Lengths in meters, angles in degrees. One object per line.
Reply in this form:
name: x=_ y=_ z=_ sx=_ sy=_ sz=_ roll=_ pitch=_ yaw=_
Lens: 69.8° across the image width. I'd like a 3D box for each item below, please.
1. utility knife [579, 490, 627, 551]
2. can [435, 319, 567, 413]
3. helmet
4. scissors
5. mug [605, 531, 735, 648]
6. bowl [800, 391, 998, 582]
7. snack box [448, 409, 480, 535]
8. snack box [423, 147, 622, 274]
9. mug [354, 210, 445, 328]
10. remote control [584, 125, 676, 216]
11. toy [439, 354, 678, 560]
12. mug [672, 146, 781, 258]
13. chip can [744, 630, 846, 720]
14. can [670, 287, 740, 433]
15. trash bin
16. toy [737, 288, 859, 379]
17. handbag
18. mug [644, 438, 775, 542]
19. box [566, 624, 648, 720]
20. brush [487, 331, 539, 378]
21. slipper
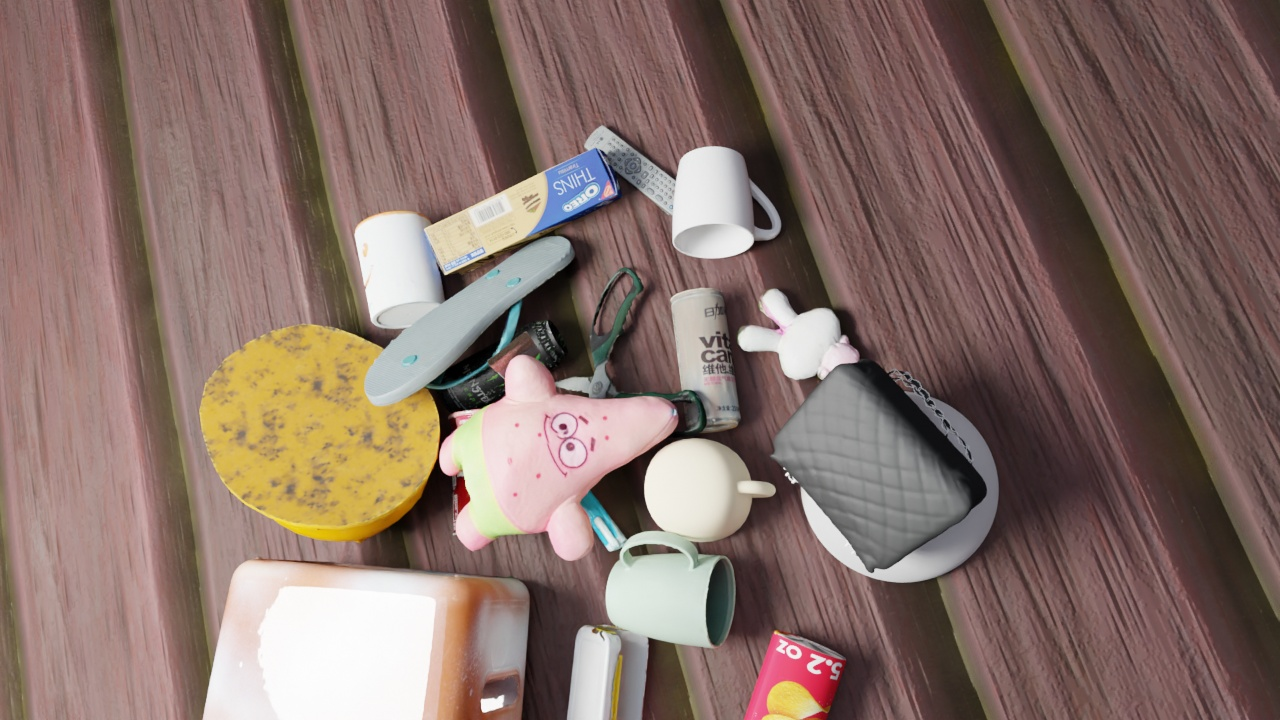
utility knife: x=-0.069 y=0.118 z=0.931 sx=0.022 sy=0.015 sz=0.176 roll=-37 pitch=73 yaw=4
can: x=-0.145 y=0.008 z=0.954 sx=0.138 sy=0.054 sz=0.054 roll=-28 pitch=73 yaw=7
helmet: x=-0.314 y=0.095 z=0.937 sx=0.255 sy=0.132 sz=0.204 roll=38 pitch=59 yaw=24
scissors: x=-0.005 y=0.005 z=0.911 sx=0.204 sy=0.015 sz=0.201 roll=13 pitch=79 yaw=37
mug: x=0.024 y=0.205 z=0.845 sx=0.104 sy=0.083 sz=0.111 roll=0 pitch=118 yaw=24
bowl: x=0.233 y=0.111 z=0.829 sx=0.177 sy=0.066 sz=0.176 roll=-3 pitch=78 yaw=14
snack box: x=-0.156 y=0.114 z=0.926 sx=0.072 sy=0.072 sz=0.121 roll=-7 pitch=77 yaw=13
snack box: x=-0.122 y=-0.156 z=0.975 sx=0.207 sy=0.056 sz=0.057 roll=-23 pitch=95 yaw=8
mug: x=-0.258 y=-0.097 z=0.992 sx=0.082 sy=0.082 sz=0.105 roll=-17 pitch=76 yaw=10
remote control: x=-0.004 y=-0.204 z=0.984 sx=0.136 sy=0.013 sz=0.033 roll=41 pitch=91 yaw=19
toy: x=-0.077 y=0.086 z=0.841 sx=0.237 sy=0.096 sz=0.192 roll=-20 pitch=83 yaw=9
mug: x=0.088 y=-0.157 z=0.926 sx=0.114 sy=0.081 sz=0.087 roll=6 pitch=71 yaw=-16
chip can: x=0.113 y=0.355 z=0.806 sx=0.069 sy=0.069 sz=0.220 roll=19 pitch=83 yaw=17
can: x=0.064 y=0.001 z=0.903 sx=0.054 sy=0.054 sz=0.135 roll=-9 pitch=76 yaw=12
trash bin: x=-0.244 y=0.272 z=0.860 sx=0.260 sy=0.181 sz=0.157 roll=2 pitch=77 yaw=16
toy: x=0.158 y=-0.019 z=0.892 sx=0.123 sy=0.038 sz=0.079 roll=31 pitch=75 yaw=19
handbag: x=0.199 y=0.087 z=0.775 sx=0.153 sy=0.114 sz=0.125 roll=49 pitch=116 yaw=15
mug: x=0.064 y=0.119 z=0.853 sx=0.120 sy=0.099 sz=0.096 roll=-2 pitch=78 yaw=14
box: x=-0.040 y=0.356 z=0.859 sx=0.067 sy=0.070 sz=0.210 roll=-2 pitch=76 yaw=34
brush: x=-0.111 y=0.010 z=0.898 sx=0.045 sy=0.143 sz=0.008 roll=-38 pitch=72 yaw=-5
slipper: x=-0.170 y=-0.036 z=0.939 sx=0.098 sy=0.055 sz=0.268 roll=18 pitch=53 yaw=43
